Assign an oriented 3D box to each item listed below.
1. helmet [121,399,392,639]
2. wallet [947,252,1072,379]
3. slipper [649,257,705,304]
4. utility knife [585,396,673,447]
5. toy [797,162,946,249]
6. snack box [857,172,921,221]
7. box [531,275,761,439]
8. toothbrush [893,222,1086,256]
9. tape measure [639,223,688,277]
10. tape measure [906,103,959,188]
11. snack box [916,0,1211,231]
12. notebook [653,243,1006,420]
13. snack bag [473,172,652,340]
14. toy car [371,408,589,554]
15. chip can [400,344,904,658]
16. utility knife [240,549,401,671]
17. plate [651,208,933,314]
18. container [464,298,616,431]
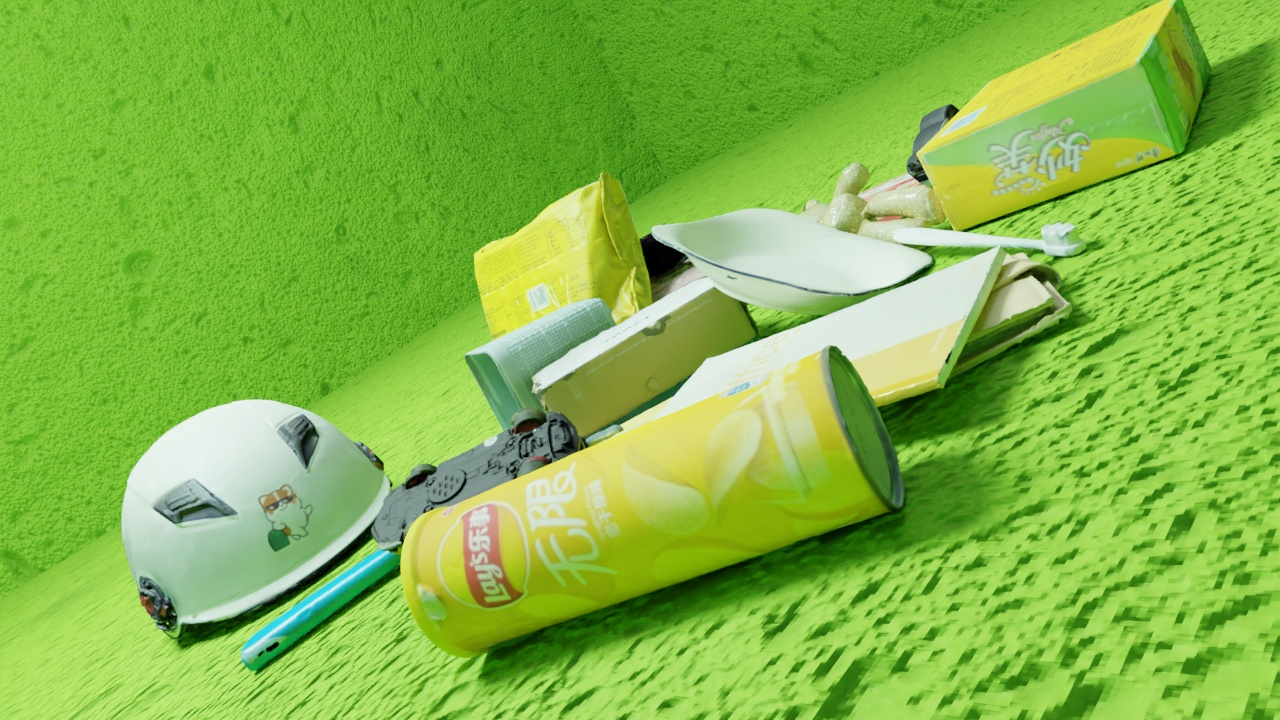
[{"bbox_3d":[-0.359,0.118,0.822,0.229,0.157,0.275,-37,14,-31],"label":"helmet"},{"bbox_3d":[0.175,-0.028,0.485,0.087,0.024,0.115,-25,11,17],"label":"wallet"},{"bbox_3d":[0.034,-0.068,0.912,0.275,0.054,0.113,-19,15,43],"label":"slipper"},{"bbox_3d":[-0.023,0.058,0.633,0.216,0.022,0.031,-33,9,8],"label":"utility knife"},{"bbox_3d":[0.178,-0.108,0.742,0.157,0.066,0.105,4,77,63],"label":"toy"},{"bbox_3d":[0.210,-0.140,0.862,0.153,0.025,0.075,-20,14,37],"label":"snack box"},{"bbox_3d":[-0.004,0.004,0.693,0.184,0.062,0.090,-32,11,-3],"label":"box"},{"bbox_3d":[0.213,-0.080,0.588,0.016,0.016,0.180,-30,16,-11],"label":"toothbrush"},{"bbox_3d":[0.018,-0.107,0.878,0.058,0.039,0.057,-22,14,23],"label":"tape measure"},{"bbox_3d":[0.262,-0.172,0.775,0.034,0.066,0.065,-15,46,61],"label":"tape measure"},{"bbox_3d":[0.319,-0.185,0.682,0.158,0.070,0.209,-19,16,43],"label":"snack box"},{"bbox_3d":[0.085,0.006,0.498,0.207,0.010,0.145,-22,15,40],"label":"notebook"},{"bbox_3d":[-0.083,-0.071,0.913,0.068,0.158,0.247,-13,-4,-38],"label":"snack bag"},{"bbox_3d":[-0.107,0.085,0.615,0.156,0.041,0.071,-26,34,7],"label":"toy car"},{"bbox_3d":[-0.001,0.065,0.396,0.214,0.072,0.071,-25,13,22],"label":"chip can"},{"bbox_3d":[-0.174,0.136,0.635,0.218,0.018,0.034,-35,11,-19],"label":"utility knife"},{"bbox_3d":[0.105,-0.067,0.644,0.164,0.034,0.163,24,29,35],"label":"plate"},{"bbox_3d":[-0.072,0.007,0.777,0.111,0.090,0.090,-31,12,-23],"label":"container"}]
